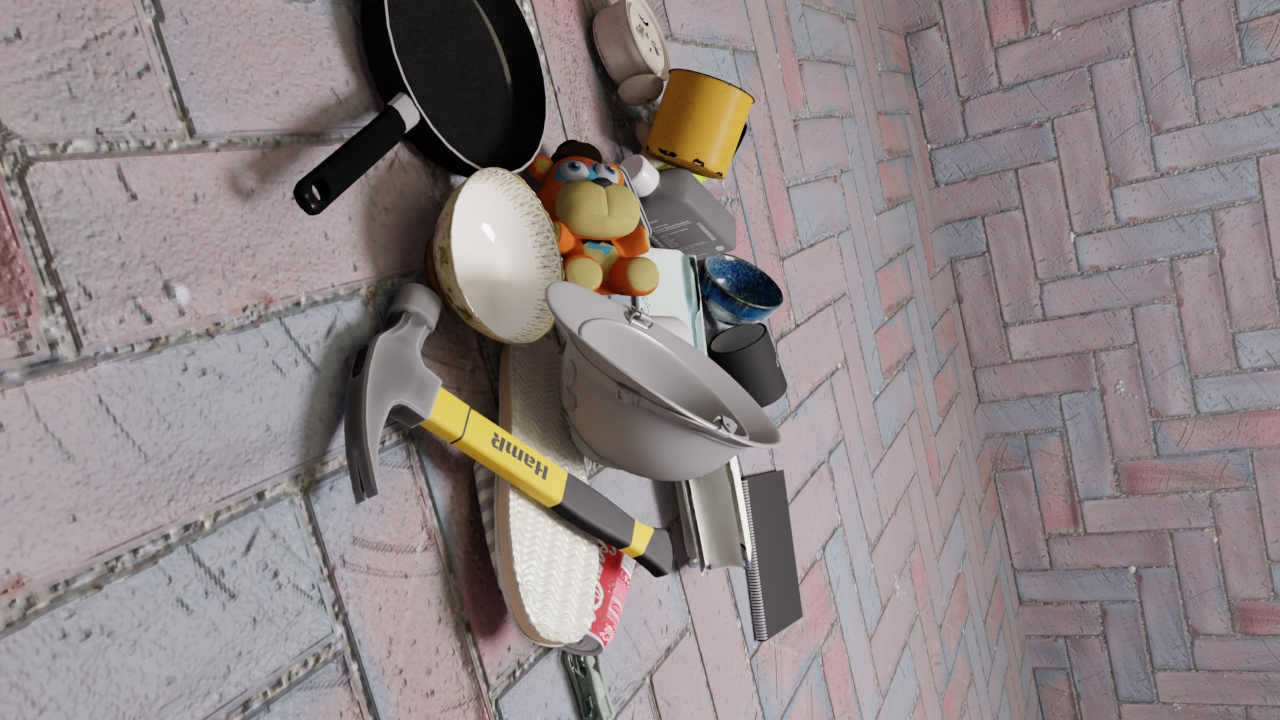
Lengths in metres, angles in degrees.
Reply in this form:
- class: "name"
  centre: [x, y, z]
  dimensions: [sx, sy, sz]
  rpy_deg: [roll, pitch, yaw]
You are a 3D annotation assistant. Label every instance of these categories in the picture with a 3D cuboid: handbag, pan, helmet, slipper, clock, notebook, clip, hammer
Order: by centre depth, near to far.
- class: "hammer"
  centre: [-0.087, 0.090, 0.712]
  dimensions: [0.324, 0.034, 0.169]
  rpy_deg: [38, 43, -30]
- class: "pan"
  centre: [-0.176, -0.207, 0.721]
  dimensions: [0.204, 0.044, 0.354]
  rpy_deg: [62, 34, -29]
- class: "slipper"
  centre: [-0.088, 0.101, 0.773]
  dimensions: [0.114, 0.054, 0.272]
  rpy_deg: [27, 50, -51]
- class: "helmet"
  centre: [-0.004, 0.044, 0.787]
  dimensions: [0.271, 0.118, 0.183]
  rpy_deg: [25, 20, -42]
- class: "clip"
  centre: [-0.046, 0.289, 0.820]
  dimensions: [0.023, 0.043, 0.076]
  rpy_deg: [-30, 109, -61]
- class: "clock"
  centre: [-0.010, -0.338, 1.038]
  dimensions: [0.103, 0.061, 0.156]
  rpy_deg: [14, 62, -62]
- class: "handbag"
  centre: [0.084, 0.157, 1.065]
  dimensions: [0.176, 0.074, 0.151]
  rpy_deg: [-28, 108, -79]
- class: "notebook"
  centre: [0.175, 0.255, 1.231]
  dimensions: [0.148, 0.016, 0.206]
  rpy_deg: [3, 79, -61]

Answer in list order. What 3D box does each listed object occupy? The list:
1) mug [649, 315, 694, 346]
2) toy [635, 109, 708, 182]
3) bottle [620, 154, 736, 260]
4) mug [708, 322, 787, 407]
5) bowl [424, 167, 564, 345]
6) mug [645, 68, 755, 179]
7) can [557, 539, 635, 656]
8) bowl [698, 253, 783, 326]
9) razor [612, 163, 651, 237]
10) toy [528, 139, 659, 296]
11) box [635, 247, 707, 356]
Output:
- class: "mug"
  centre: [-0.006, 0.005, 0.946]
  dimensions: [0.089, 0.071, 0.107]
  rpy_deg: [0, 111, -44]
- class: "toy"
  centre: [0.041, -0.247, 1.092]
  dimensions: [0.092, 0.043, 0.118]
  rpy_deg: [-46, 125, -1]
- class: "bottle"
  centre: [0.034, -0.173, 1.042]
  dimensions: [0.173, 0.084, 0.046]
  rpy_deg: [35, 49, -50]
- class: "mug"
  centre: [0.137, 0.001, 1.191]
  dimensions: [0.113, 0.078, 0.088]
  rpy_deg: [-98, 166, -66]
- class: "bowl"
  centre: [-0.129, -0.080, 0.746]
  dimensions: [0.145, 0.063, 0.145]
  rpy_deg: [26, 60, -57]
- class: "mug"
  centre: [0.072, -0.257, 1.025]
  dimensions: [0.123, 0.100, 0.094]
  rpy_deg: [13, 99, -44]
- class: "can"
  centre: [-0.044, 0.200, 0.811]
  dimensions: [0.064, 0.064, 0.104]
  rpy_deg: [56, 37, -36]
- class: "bowl"
  centre: [0.119, -0.080, 1.171]
  dimensions: [0.114, 0.061, 0.114]
  rpy_deg: [20, 31, -13]
- class: "razor"
  centre: [-0.042, -0.138, 0.946]
  dimensions: [0.116, 0.047, 0.088]
  rpy_deg: [-51, 126, -44]
- class: "toy"
  centre: [-0.050, -0.130, 0.862]
  dimensions: [0.112, 0.096, 0.176]
  rpy_deg: [-3, 52, -29]
- class: "box"
  centre: [0.040, -0.026, 1.054]
  dimensions: [0.126, 0.074, 0.197]
  rpy_deg: [6, 72, -40]
